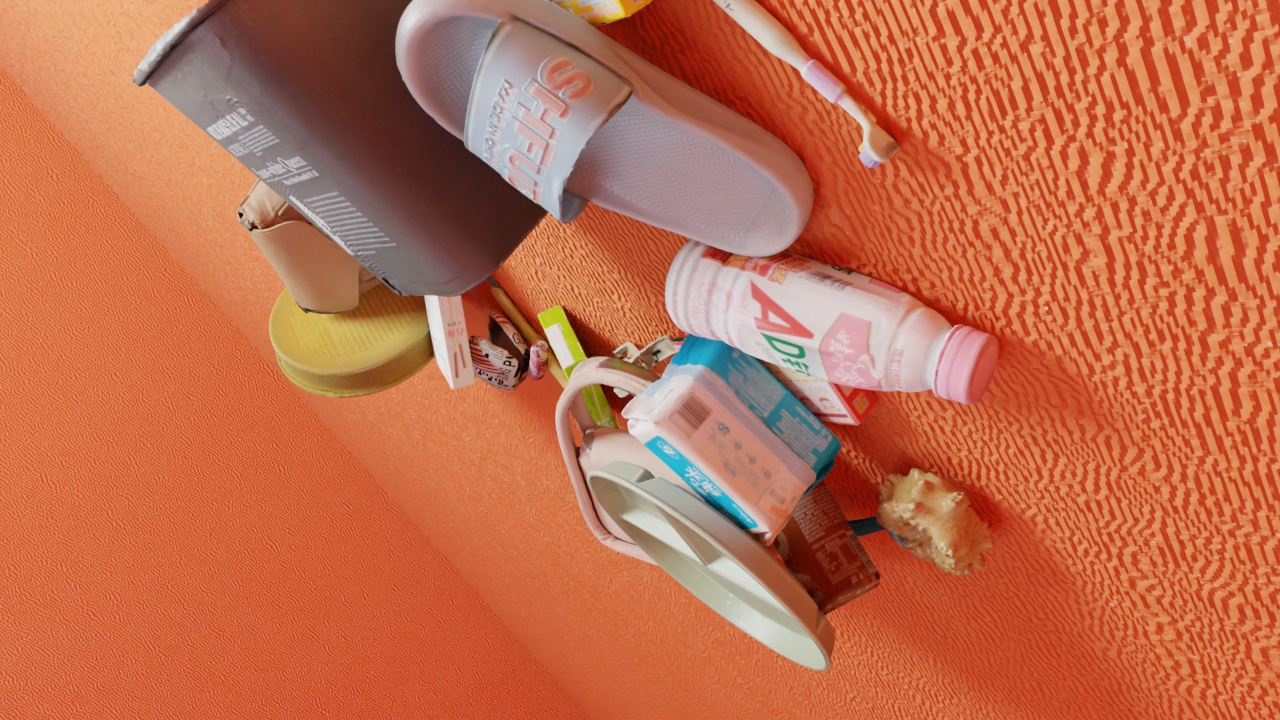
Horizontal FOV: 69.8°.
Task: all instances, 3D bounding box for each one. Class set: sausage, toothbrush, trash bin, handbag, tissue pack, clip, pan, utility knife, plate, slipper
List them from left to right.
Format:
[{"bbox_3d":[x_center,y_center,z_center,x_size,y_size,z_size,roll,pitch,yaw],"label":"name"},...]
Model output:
[{"bbox_3d":[-0.310,-0.134,0.934,0.100,0.147,0.205,39,161,18],"label":"handbag"},{"bbox_3d":[-0.351,-0.087,1.086,0.357,0.197,0.078,54,161,36],"label":"pan"},{"bbox_3d":[-0.168,-0.170,0.603,0.199,0.198,0.220,9,144,54],"label":"trash bin"},{"bbox_3d":[-0.117,-0.027,0.962,0.176,0.019,0.031,49,154,-14],"label":"utility knife"},{"bbox_3d":[-0.103,0.002,0.925,0.020,0.020,0.156,44,167,2],"label":"sausage"},{"bbox_3d":[-0.021,-0.114,0.504,0.245,0.074,0.104,24,147,-9],"label":"slipper"},{"bbox_3d":[0.002,-0.003,0.805,0.034,0.076,0.104,49,147,-7],"label":"clip"},{"bbox_3d":[0.014,0.088,0.804,0.194,0.093,0.234,6,139,39],"label":"handbag"},{"bbox_3d":[0.053,0.153,0.702,0.230,0.027,0.230,37,163,13],"label":"plate"},{"bbox_3d":[0.064,0.052,0.635,0.140,0.089,0.063,43,159,-2],"label":"tissue pack"},{"bbox_3d":[0.054,-0.165,0.450,0.189,0.029,0.020,45,115,2],"label":"toothbrush"}]

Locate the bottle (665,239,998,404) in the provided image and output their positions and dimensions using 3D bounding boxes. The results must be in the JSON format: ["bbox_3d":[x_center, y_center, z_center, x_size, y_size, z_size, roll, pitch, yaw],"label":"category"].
[{"bbox_3d":[0.108,-0.023,0.544,0.197,0.068,0.068,22,148,35],"label":"bottle"}]

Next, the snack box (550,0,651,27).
[{"bbox_3d":[-0.048,-0.237,0.459,0.140,0.033,0.087,58,166,-24],"label":"snack box"}]

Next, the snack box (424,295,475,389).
[{"bbox_3d":[-0.201,-0.058,0.936,0.085,0.026,0.157,-137,38,-58],"label":"snack box"}]

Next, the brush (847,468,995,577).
[{"bbox_3d":[0.179,0.127,0.707,0.083,0.045,0.255,44,162,-3],"label":"brush"}]

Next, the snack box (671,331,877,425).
[{"bbox_3d":[0.091,0.008,0.666,0.077,0.027,0.156,54,155,-20],"label":"snack box"}]

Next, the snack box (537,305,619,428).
[{"bbox_3d":[-0.054,0.028,0.898,0.085,0.026,0.156,60,173,45],"label":"snack box"}]

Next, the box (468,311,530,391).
[{"bbox_3d":[-0.145,-0.011,1.005,0.075,0.076,0.164,33,162,1],"label":"box"}]

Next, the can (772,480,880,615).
[{"bbox_3d":[0.121,0.117,0.700,0.147,0.057,0.058,61,162,19],"label":"can"}]
